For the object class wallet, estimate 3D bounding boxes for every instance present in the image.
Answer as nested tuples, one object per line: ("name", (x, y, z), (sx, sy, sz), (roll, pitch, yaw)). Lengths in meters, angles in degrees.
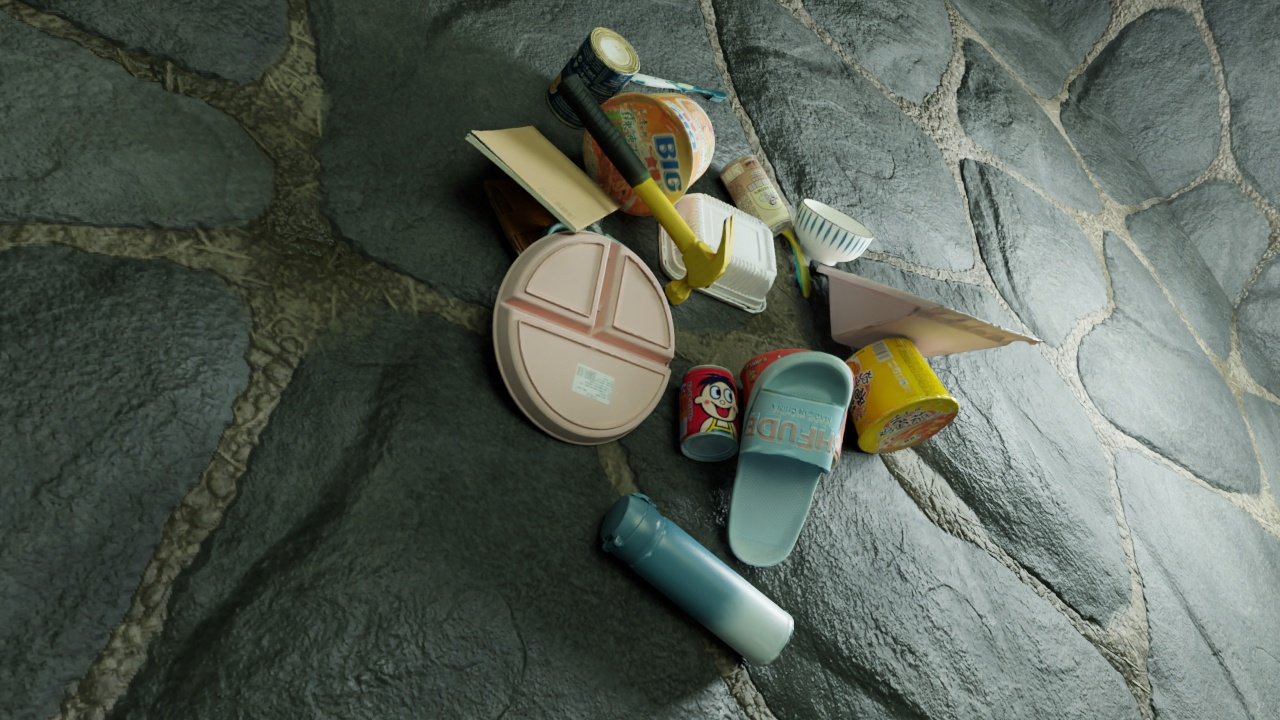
("wallet", (-0.118, -0.149, 1.041), (0.118, 0.035, 0.130), (-9, 63, -48))

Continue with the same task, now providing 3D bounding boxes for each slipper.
("slipper", (0.152, 0.107, 0.978), (0.104, 0.245, 0.074), (16, 6, 4))

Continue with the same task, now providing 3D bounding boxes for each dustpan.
("dustpan", (0.373, -0.089, 1.265), (0.222, 0.274, 0.138), (14, 72, -37))

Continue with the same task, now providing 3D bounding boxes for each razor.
("razor", (0.221, -0.151, 1.329), (0.043, 0.028, 0.132), (-1, 65, -43))

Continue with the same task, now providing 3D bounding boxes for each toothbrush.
("toothbrush", (0.055, -0.405, 1.365), (0.191, 0.018, 0.016), (-2, 65, -37))

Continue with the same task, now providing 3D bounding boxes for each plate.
("plate", (-0.049, -0.026, 0.965), (0.229, 0.028, 0.229), (4, 83, -39))

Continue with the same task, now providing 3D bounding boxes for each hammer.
("hammer", (0.002, -0.215, 1.103), (0.300, 0.129, 0.032), (52, 34, -3))

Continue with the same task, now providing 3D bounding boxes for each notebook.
("notebook", (-0.101, -0.210, 1.038), (0.149, 0.012, 0.211), (42, 20, -2))

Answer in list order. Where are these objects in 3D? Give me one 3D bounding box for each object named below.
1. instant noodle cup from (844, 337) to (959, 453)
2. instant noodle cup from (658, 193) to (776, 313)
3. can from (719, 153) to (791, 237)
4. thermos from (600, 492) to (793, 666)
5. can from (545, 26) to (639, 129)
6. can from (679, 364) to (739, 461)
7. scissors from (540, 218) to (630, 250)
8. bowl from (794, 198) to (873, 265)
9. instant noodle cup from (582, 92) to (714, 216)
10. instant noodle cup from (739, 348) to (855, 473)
("instant noodle cup", (0.335, 0.044, 1.224), (0.137, 0.138, 0.109), (8, 49, -35))
("instant noodle cup", (0.109, -0.150, 1.212), (0.173, 0.061, 0.137), (18, 53, -28))
("can", (0.164, -0.232, 1.308), (0.058, 0.059, 0.116), (-18, 75, -44))
("thermos", (0.056, 0.219, 0.923), (0.220, 0.070, 0.070), (41, 45, -11))
("can", (-0.061, -0.359, 1.169), (0.075, 0.111, 0.075), (20, 52, -28))
("can", (0.078, 0.059, 1.043), (0.066, 0.067, 0.093), (22, 51, -28))
("scissors", (-0.041, -0.116, 1.043), (0.181, 0.019, 0.169), (36, 35, -14))
("bowl", (0.275, -0.182, 1.347), (0.116, 0.066, 0.116), (22, 24, -10))
("instant noodle cup", (0.018, -0.269, 1.159), (0.151, 0.152, 0.111), (50, 36, -1))
("instant noodle cup", (0.183, 0.066, 1.083), (0.138, 0.138, 0.108), (26, 56, -25))
